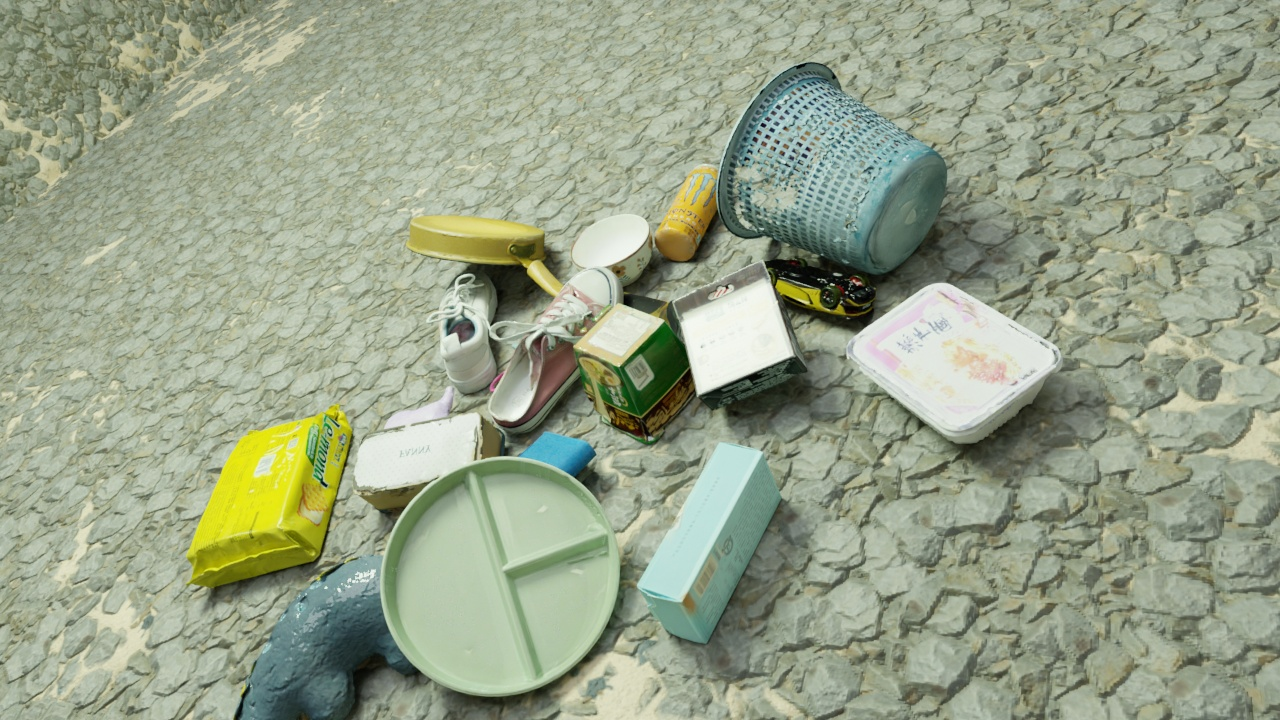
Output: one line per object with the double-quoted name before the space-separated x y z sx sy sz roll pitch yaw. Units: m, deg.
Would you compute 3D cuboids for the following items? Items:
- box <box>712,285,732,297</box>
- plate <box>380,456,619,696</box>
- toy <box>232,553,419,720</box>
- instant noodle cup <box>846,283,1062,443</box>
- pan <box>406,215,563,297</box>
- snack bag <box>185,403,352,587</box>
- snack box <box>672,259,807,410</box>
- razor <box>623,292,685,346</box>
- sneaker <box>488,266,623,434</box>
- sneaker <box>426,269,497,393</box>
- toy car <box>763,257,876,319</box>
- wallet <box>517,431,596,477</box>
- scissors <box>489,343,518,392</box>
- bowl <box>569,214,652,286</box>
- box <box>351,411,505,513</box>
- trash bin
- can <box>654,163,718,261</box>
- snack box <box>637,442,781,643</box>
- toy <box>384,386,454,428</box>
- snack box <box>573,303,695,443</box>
"box" 0.125 -0.037 1.047 0.072 0.060 0.164 -42 42 18
"plate" -0.134 0.204 0.885 0.230 0.027 0.229 -1 63 1
"toy" -0.289 0.273 0.917 0.356 0.091 0.138 -39 54 -11
"instant noodle cup" 0.305 0.010 0.901 0.138 0.060 0.173 -34 39 -9
"pan" -0.174 -0.135 1.266 0.358 0.078 0.197 19 20 37
"snack bag" -0.459 0.161 1.143 0.158 0.068 0.246 -16 40 12
"snack box" 0.105 -0.026 0.988 0.113 0.053 0.125 -24 53 18
"razor" 0.018 -0.057 1.127 0.062 0.067 0.168 -43 37 -19
"sneaker" -0.103 -0.024 1.100 0.118 0.088 0.240 29 73 19
"sneaker" -0.247 -0.064 1.250 0.089 0.091 0.241 -21 40 5
"toy car" 0.200 -0.086 1.065 0.156 0.041 0.071 24 34 39
"wallet" -0.120 0.132 0.996 0.132 0.040 0.106 -43 23 -23
"scissors" -0.137 0.003 1.179 0.133 0.017 0.133 -41 38 -16
"bowl" -0.033 -0.139 1.237 0.113 0.062 0.113 -14 42 13
"box" -0.241 0.117 1.067 0.184 0.062 0.089 -9 56 17
"trash bin" 0.234 -0.206 1.071 0.226 0.227 0.195 -41 54 -17
"can" 0.070 -0.203 1.252 0.058 0.058 0.145 3 48 30
"snack box" 0.068 0.166 0.850 0.052 0.074 0.174 11 52 35
"toy" -0.278 0.081 1.150 0.108 0.039 0.083 -21 52 17
"snack box" -0.006 0.006 1.035 0.118 0.106 0.118 23 61 41
